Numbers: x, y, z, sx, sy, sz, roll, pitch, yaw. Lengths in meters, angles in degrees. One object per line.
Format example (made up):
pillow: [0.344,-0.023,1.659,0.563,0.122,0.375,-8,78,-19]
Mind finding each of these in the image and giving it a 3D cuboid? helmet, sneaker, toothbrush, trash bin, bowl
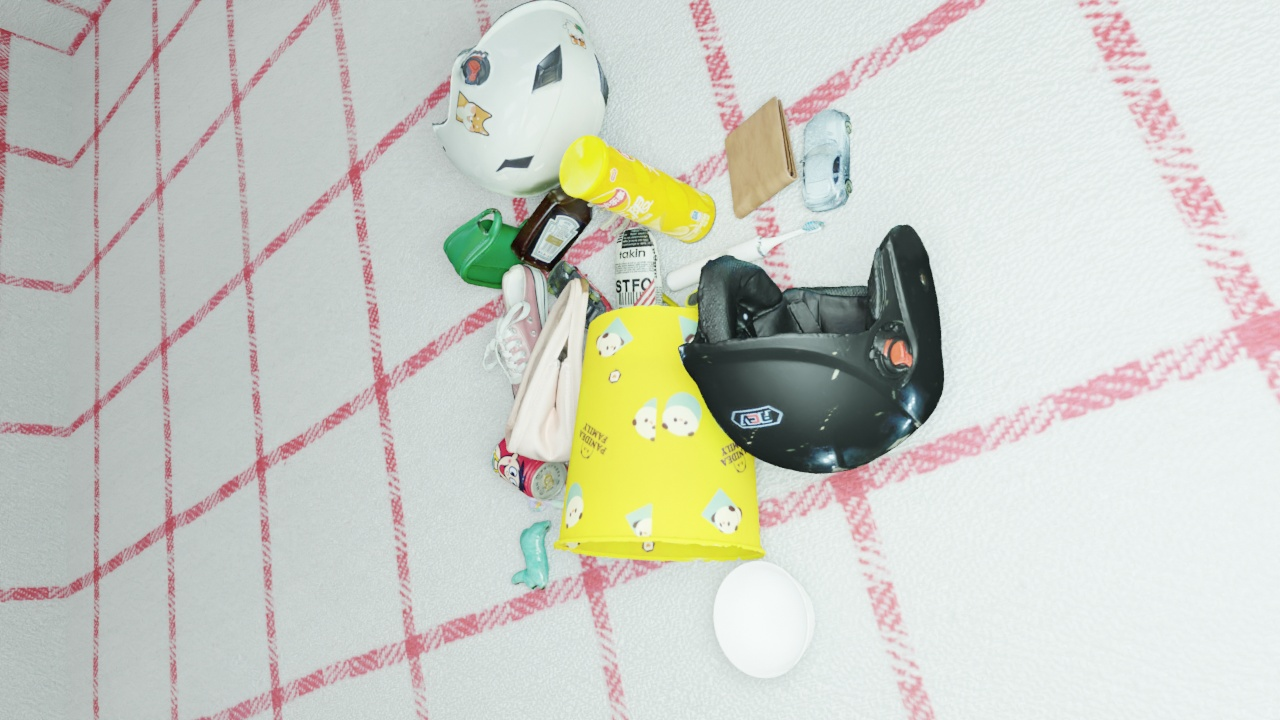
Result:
helmet: [0.168,-0.001,0.885,0.234,0.273,0.230,-7,103,45]
sneaker: [-0.172,-0.023,1.293,0.119,0.087,0.241,-17,75,38]
toothbrush: [0.027,-0.079,1.183,0.190,0.015,0.017,41,115,38]
trash bin: [0.026,0.088,1.026,0.230,0.229,0.255,-11,69,39]
toothbrush: [-0.078,0.200,1.218,0.190,0.029,0.021,0,44,40]
bowl: [0.144,0.275,0.981,0.119,0.064,0.118,-9,75,39]
helmet: [-0.142,-0.329,1.251,0.275,0.229,0.157,-49,64,31]
toothbrush: [0.123,-0.128,1.103,0.222,0.026,0.026,-18,80,37]

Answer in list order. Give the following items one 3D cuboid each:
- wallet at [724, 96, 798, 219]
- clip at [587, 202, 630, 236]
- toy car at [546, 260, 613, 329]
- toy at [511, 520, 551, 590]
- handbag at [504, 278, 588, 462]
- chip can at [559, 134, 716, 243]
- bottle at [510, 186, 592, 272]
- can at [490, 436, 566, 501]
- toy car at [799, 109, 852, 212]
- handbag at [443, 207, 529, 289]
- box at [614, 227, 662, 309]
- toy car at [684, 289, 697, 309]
wallet: [0.141,-0.242,1.100,0.101,0.020,0.115,-31,59,50]
clip: [-0.031,-0.224,1.250,0.095,0.035,0.102,32,98,39]
toy car: [-0.083,-0.088,1.260,0.120,0.045,0.053,48,111,30]
toy: [-0.149,0.273,1.259,0.097,0.030,0.091,-30,61,40]
handbag: [-0.105,0.008,1.165,0.193,0.093,0.234,-173,95,-79]
chip can: [0.001,-0.199,1.098,0.072,0.213,0.072,-10,74,39]
bottle: [-0.099,-0.213,1.277,0.195,0.079,0.044,-50,54,17]
can: [-0.153,0.147,1.261,0.094,0.066,0.066,25,98,41]
toy car: [0.210,-0.227,1.042,0.054,0.036,0.120,-6,75,40]
handbag: [-0.210,-0.166,1.332,0.120,0.131,0.068,-46,65,20]
box: [-0.005,-0.088,1.170,0.069,0.052,0.164,-5,89,32]
toy car: [0.099,-0.071,1.100,0.105,0.032,0.048,0,61,39]
